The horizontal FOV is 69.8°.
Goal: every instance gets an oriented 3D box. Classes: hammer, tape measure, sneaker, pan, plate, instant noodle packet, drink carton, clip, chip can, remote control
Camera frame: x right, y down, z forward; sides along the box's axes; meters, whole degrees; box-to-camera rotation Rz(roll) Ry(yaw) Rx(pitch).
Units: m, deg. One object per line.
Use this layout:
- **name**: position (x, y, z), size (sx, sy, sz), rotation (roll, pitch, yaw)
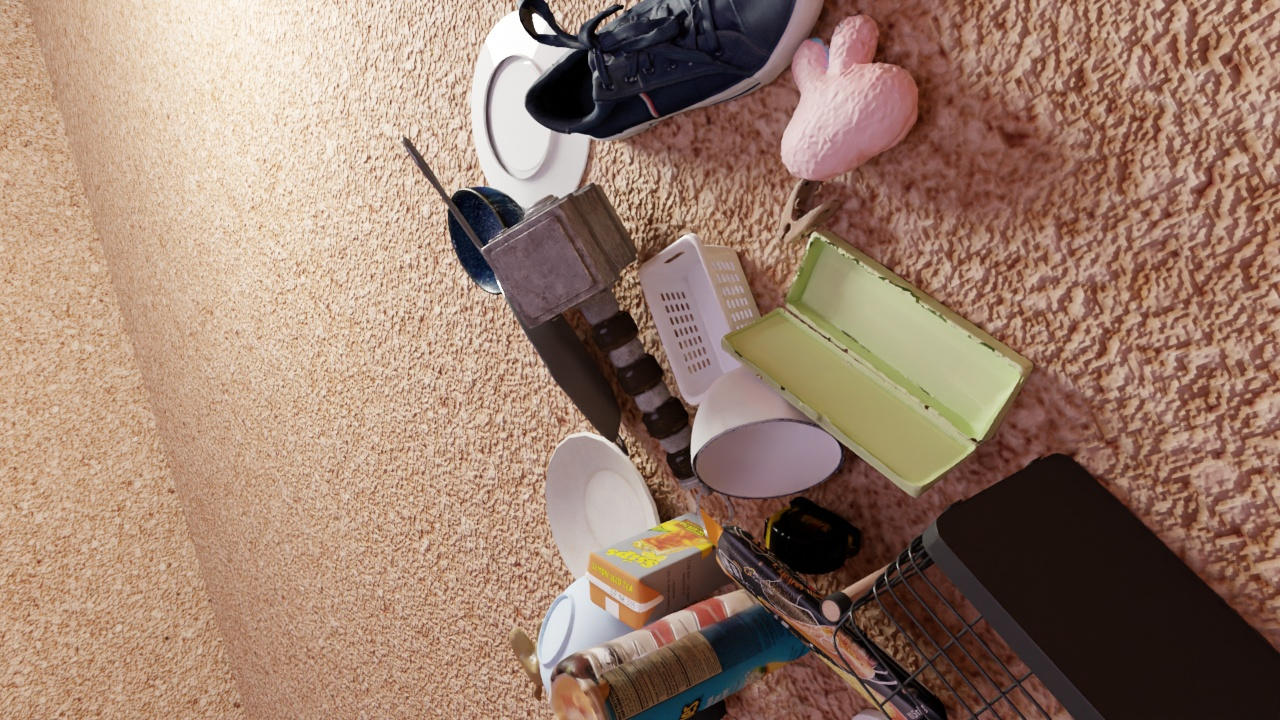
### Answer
- **hammer**: position (-0.005, 0.004, 0.801), size (0.080, 0.176, 0.326), rotation (-28, 100, 15)
- **tape measure**: position (0.132, 0.142, 0.721), size (0.067, 0.062, 0.038), rotation (23, 118, 42)
- **sneaker**: position (0.004, -0.248, 0.711), size (0.295, 0.127, 0.120), rotation (-14, 91, 48)
- **pan**: position (-0.105, -0.060, 0.849), size (0.354, 0.024, 0.216), rotation (55, -177, -10)
- **plate**: position (-0.032, 0.164, 0.946), size (0.189, 0.027, 0.189), rotation (18, 114, 46)
- **instant noodle packet**: position (0.130, 0.193, 0.667), size (0.221, 0.032, 0.160), rotation (40, 170, 17)
- **drink carton**: position (0.021, 0.184, 0.814), size (0.076, 0.124, 0.048), rotation (19, 115, 45)
- **plate**: position (-0.121, -0.248, 0.937), size (0.209, 0.015, 0.209), rotation (18, 114, 46)
- **clip**: position (0.127, -0.106, 0.686), size (0.041, 0.024, 0.061), rotation (50, 144, 30)
- **chip can**: position (0.038, 0.239, 0.730), size (0.080, 0.229, 0.080), rotation (16, 111, 48)
- **remote control**: position (0.221, 0.310, 0.706), size (0.137, 0.013, 0.043), rotation (11, 109, 47)

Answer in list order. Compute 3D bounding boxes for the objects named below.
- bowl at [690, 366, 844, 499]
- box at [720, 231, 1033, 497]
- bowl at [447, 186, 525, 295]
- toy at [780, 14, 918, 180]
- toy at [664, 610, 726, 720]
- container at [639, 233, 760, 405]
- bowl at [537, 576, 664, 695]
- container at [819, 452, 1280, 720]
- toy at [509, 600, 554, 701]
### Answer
- **bowl**: position (0.094, 0.052, 0.707), size (0.117, 0.116, 0.065), rotation (-50, 32, 44)
- **box**: position (0.163, 0.000, 0.648), size (0.130, 0.064, 0.188), rotation (-49, 56, -3)
- **bowl**: position (-0.146, -0.133, 0.960), size (0.114, 0.060, 0.114), rotation (30, 135, 35)
- **toy**: position (0.138, -0.181, 0.631), size (0.109, 0.053, 0.105), rotation (-19, 75, 50)
- **toy**: position (0.023, 0.300, 0.873), size (0.098, 0.099, 0.119), rotation (91, 165, -46)
- **container**: position (0.058, -0.036, 0.765), size (0.081, 0.049, 0.129), rotation (-28, 79, 49)
- **bowl**: position (-0.048, 0.260, 0.851), size (0.151, 0.074, 0.150), rotation (-52, 24, 34)
- **container**: position (0.243, 0.186, 0.526), size (0.241, 0.162, 0.131), rotation (51, 134, 27)
- **toy**: position (-0.077, 0.294, 0.967), size (0.134, 0.108, 0.106), rotation (25, 132, 43)
